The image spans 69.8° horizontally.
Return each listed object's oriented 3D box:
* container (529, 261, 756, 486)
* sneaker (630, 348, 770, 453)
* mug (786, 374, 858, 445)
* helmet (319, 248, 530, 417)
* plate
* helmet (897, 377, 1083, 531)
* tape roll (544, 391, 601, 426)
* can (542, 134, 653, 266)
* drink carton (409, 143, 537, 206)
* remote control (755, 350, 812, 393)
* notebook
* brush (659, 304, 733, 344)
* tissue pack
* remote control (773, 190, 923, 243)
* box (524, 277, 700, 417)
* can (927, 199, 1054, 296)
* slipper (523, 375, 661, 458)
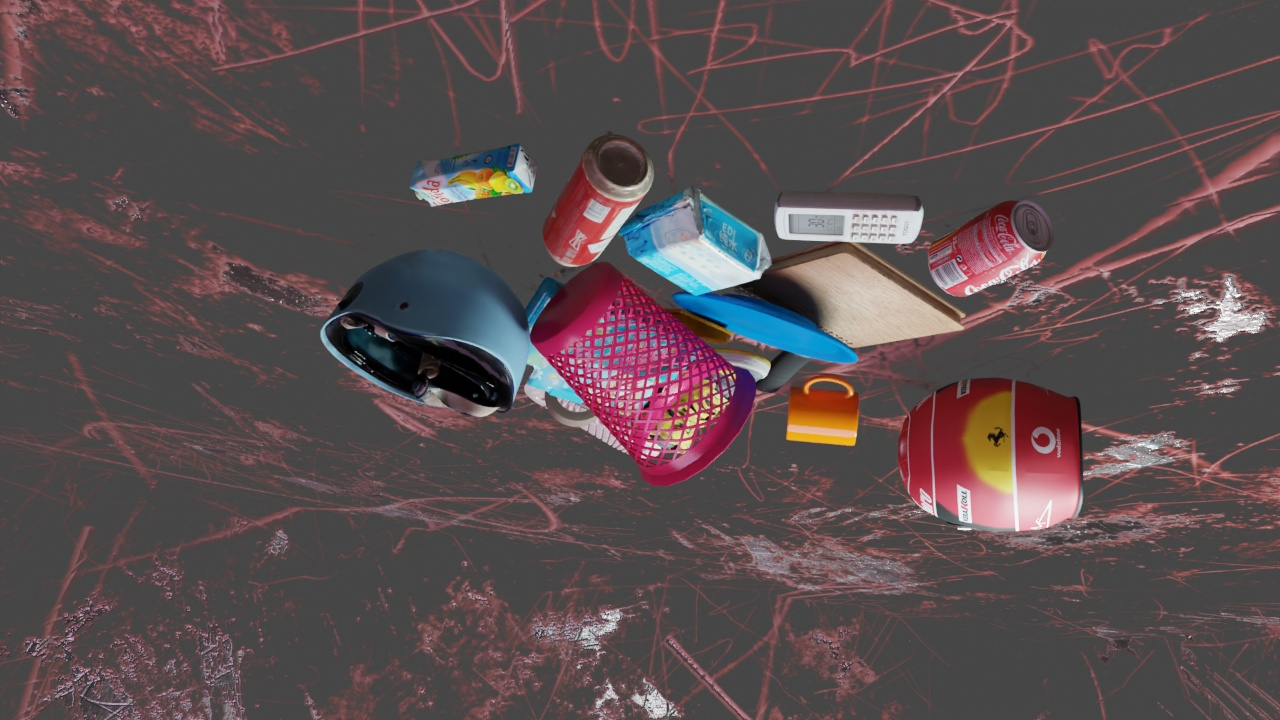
[{"bbox_3d":[-0.007,0.007,1.076,0.226,0.182,0.184,44,144,-22],"label":"container"},{"bbox_3d":[0.074,0.060,1.282,0.086,0.122,0.239,24,154,-37],"label":"sneaker"},{"bbox_3d":[0.260,0.066,1.306,0.096,0.077,0.113,5,130,10],"label":"mug"},{"bbox_3d":[-0.246,-0.036,1.098,0.266,0.166,0.225,-6,142,36],"label":"helmet"},{"bbox_3d":[0.146,-0.046,1.064,0.224,0.024,0.224,20,176,1],"label":"plate"},{"bbox_3d":[0.456,0.126,1.207,0.225,0.197,0.271,-1,165,22],"label":"helmet"},{"bbox_3d":[-0.094,0.049,1.353,0.093,0.093,0.030,11,158,-5],"label":"tape roll"},{"bbox_3d":[-0.045,-0.149,0.884,0.067,0.067,0.171,15,157,-16],"label":"can"},{"bbox_3d":[-0.164,-0.179,0.892,0.129,0.038,0.044,-3,156,27],"label":"drink carton"},{"bbox_3d":[0.195,0.013,1.257,0.041,0.020,0.152,11,157,-9],"label":"remote control"},{"bbox_3d":[0.230,-0.068,1.024,0.210,0.022,0.169,24,158,-34],"label":"notebook"},{"bbox_3d":[0.052,-0.049,1.141,0.126,0.017,0.048,22,173,-26],"label":"brush"},{"bbox_3d":[0.057,-0.119,0.927,0.093,0.061,0.144,-13,154,40],"label":"tissue pack"},{"bbox_3d":[0.197,-0.137,0.878,0.138,0.025,0.060,4,158,12],"label":"remote control"},{"bbox_3d":[-0.060,-0.005,1.199,0.226,0.039,0.182,18,130,-24],"label":"box"},{"bbox_3d":[0.326,-0.105,0.858,0.064,0.064,0.105,17,156,-21],"label":"can"},{"bbox_3d":[-0.067,0.074,1.450,0.239,0.064,0.094,27,154,-1],"label":"slipper"}]
